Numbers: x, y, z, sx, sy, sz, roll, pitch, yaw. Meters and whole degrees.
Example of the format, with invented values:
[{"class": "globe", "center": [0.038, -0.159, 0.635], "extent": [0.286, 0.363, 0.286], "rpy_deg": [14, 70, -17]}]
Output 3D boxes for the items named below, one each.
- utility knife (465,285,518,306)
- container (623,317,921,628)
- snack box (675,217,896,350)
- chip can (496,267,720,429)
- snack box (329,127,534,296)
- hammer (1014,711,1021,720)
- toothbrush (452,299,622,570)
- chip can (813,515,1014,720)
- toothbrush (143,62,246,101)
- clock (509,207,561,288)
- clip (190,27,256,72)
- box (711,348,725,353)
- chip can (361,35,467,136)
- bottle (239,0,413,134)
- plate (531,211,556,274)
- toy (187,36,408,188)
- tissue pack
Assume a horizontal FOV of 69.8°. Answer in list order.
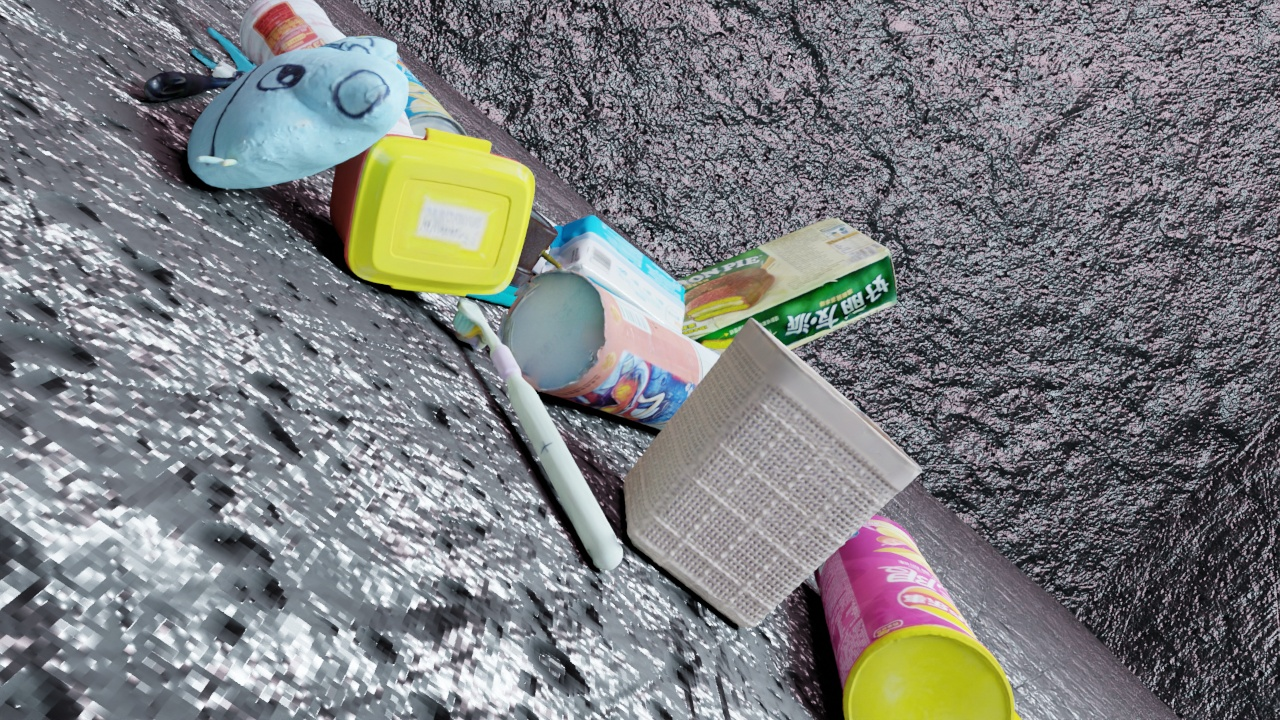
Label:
[{"class": "utility knife", "center": [-0.106, -0.049, 0.599], "extent": [0.029, 0.013, 0.215], "rpy_deg": [43, 9, 13]}, {"class": "container", "center": [0.055, 0.055, 0.441], "extent": [0.090, 0.111, 0.090], "rpy_deg": [39, 8, -10]}, {"class": "snack box", "center": [0.116, -0.057, 0.894], "extent": [0.114, 0.240, 0.063], "rpy_deg": [-126, -165, -59]}, {"class": "chip can", "center": [-0.003, 0.003, 0.587], "extent": [0.071, 0.071, 0.214], "rpy_deg": [45, 9, 27]}, {"class": "snack box", "center": [-0.113, -0.083, 0.481], "extent": [0.091, 0.082, 0.080], "rpy_deg": [4, 21, -36]}, {"class": "hammer", "center": [0.228, 0.235, 0.563], "extent": [0.128, 0.033, 0.300], "rpy_deg": [37, 9, -23]}, {"class": "toothbrush", "center": [-0.052, 0.028, 0.424], "extent": [0.189, 0.020, 0.029], "rpy_deg": [51, -19, 46]}, {"class": "chip can", "center": [0.135, 0.141, 0.493], "extent": [0.071, 0.071, 0.210], "rpy_deg": [41, 8, 2]}, {"class": "toothbrush", "center": [-0.248, -0.157, 0.515], "extent": [0.018, 0.016, 0.181], "rpy_deg": [31, 10, -19]}, {"class": "clock", "center": [-0.118, -0.107, 0.704], "extent": [0.122, 0.055, 0.082], "rpy_deg": [35, 10, -25]}, {"class": "clip", "center": [-0.265, -0.192, 0.603], "extent": [0.056, 0.042, 0.014], "rpy_deg": [37, 12, -32]}, {"class": "box", "center": [0.101, 0.052, 0.681], "extent": [0.061, 0.090, 0.184], "rpy_deg": [-2, 20, -17]}, {"class": "chip can", "center": [-0.212, -0.215, 0.790], "extent": [0.071, 0.071, 0.210], "rpy_deg": [33, 11, -44]}, {"class": "bottle", "center": [-0.215, -0.187, 0.658], "extent": [0.197, 0.068, 0.068], "rpy_deg": [47, 10, 23]}, {"class": "plate", "center": [-0.082, -0.109, 0.955], "extent": [0.162, 0.034, 0.265], "rpy_deg": [47, 10, 37]}, {"class": "toy", "center": [-0.162, -0.119, 0.432], "extent": [0.050, 0.162, 0.155], "rpy_deg": [66, 35, -31]}, {"class": "tissue pack", "center": [-0.023, -0.055, 0.784], "extent": [0.140, 0.063, 0.089], "rpy_deg": [36, 31, -20]}]
